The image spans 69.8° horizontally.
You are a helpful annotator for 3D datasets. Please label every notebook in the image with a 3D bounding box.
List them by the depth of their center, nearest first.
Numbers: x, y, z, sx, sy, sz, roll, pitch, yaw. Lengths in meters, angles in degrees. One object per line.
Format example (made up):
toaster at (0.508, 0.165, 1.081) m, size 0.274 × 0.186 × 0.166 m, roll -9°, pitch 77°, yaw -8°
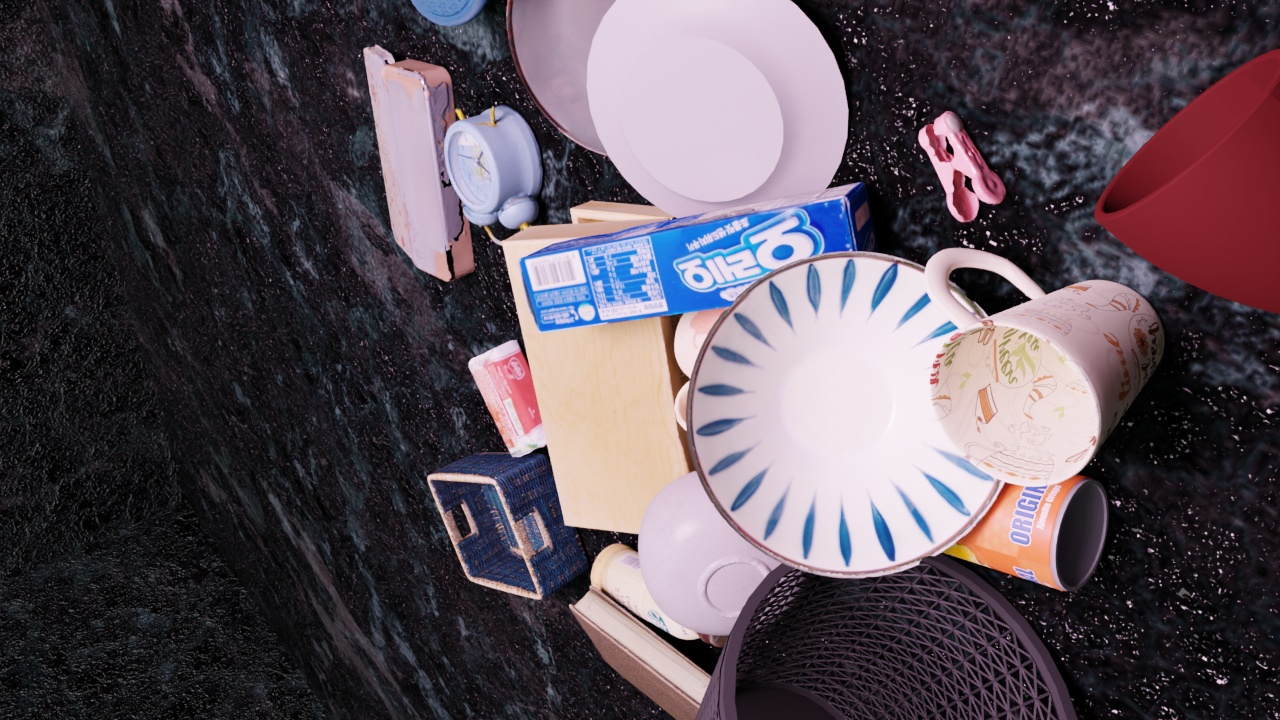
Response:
notebook at (0.036, 0.318, 0.880) m, size 0.215 × 0.034 × 0.190 m, roll 29°, pitch 154°, yaw 31°

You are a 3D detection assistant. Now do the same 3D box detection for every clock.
clock at (-0.129, -0.161, 0.809) m, size 0.089 × 0.051 × 0.125 m, roll 16°, pitch 123°, yaw 45°

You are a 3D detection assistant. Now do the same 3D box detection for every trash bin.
trash bin at (0.131, 0.271, 0.627) m, size 0.217 × 0.216 × 0.244 m, roll 49°, pitch 149°, yaw 21°

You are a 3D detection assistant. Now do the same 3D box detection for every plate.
plate at (0.039, -0.150, 0.565) m, size 0.173 × 0.019 × 0.173 m, roll 18°, pitch 135°, yaw 18°

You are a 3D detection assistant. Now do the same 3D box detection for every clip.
clip at (0.167, -0.101, 0.491) m, size 0.038 × 0.022 × 0.059 m, roll -32°, pitch 80°, yaw 58°

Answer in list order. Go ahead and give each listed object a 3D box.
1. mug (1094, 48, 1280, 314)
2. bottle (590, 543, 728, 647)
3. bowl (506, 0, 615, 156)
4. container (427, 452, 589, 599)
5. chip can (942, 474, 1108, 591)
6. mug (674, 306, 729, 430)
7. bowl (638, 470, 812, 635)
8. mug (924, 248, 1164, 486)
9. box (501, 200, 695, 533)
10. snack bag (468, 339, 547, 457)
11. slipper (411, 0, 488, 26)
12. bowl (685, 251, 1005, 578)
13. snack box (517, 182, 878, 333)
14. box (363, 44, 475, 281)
mug at (0.256, -0.068, 0.358) m, size 0.088 × 0.087 × 0.114 m, roll 42°, pitch 115°, yaw 1°
bottle at (0.023, 0.219, 0.851) m, size 0.162 × 0.056 × 0.056 m, roll 12°, pitch 120°, yaw 49°
bowl at (-0.010, -0.211, 0.601) m, size 0.151 × 0.056 × 0.151 m, roll 20°, pitch 136°, yaw 20°
container at (-0.152, 0.181, 1.042) m, size 0.188 × 0.071 × 0.145 m, roll -8°, pitch 105°, yaw 54°
chip can at (0.168, 0.080, 0.567) m, size 0.211 × 0.062 × 0.062 m, roll 11°, pitch 120°, yaw 49°
mug at (0.067, 0.006, 0.614) m, size 0.085 × 0.111 × 0.104 m, roll 39°, pitch 170°, yaw -31°
bowl at (0.065, 0.148, 0.677) m, size 0.064 × 0.132 × 0.132 m, roll -100°, pitch 2°, yaw -65°
mug at (0.189, -0.011, 0.450) m, size 0.122 × 0.097 × 0.081 m, roll 48°, pitch 142°, yaw 22°
box at (-0.001, 0.003, 0.736) m, size 0.141 × 0.122 × 0.249 m, roll 0°, pitch 114°, yaw 25°
snack bag at (-0.132, 0.040, 0.956) m, size 0.077 × 0.036 × 0.116 m, roll -23°, pitch 93°, yaw 56°
slipper at (-0.129, -0.359, 0.680) m, size 0.104 × 0.059 × 0.214 m, roll 24°, pitch 116°, yaw 32°
bowl at (0.115, 0.028, 0.525) m, size 0.071 × 0.177 × 0.177 m, roll -41°, pitch -74°, yaw -84°
snack box at (0.032, -0.062, 0.584) m, size 0.227 × 0.059 × 0.059 m, roll -8°, pitch 105°, yaw 28°
box at (-0.232, -0.201, 0.939) m, size 0.154 × 0.058 × 0.217 m, roll 29°, pitch 133°, yaw 38°
